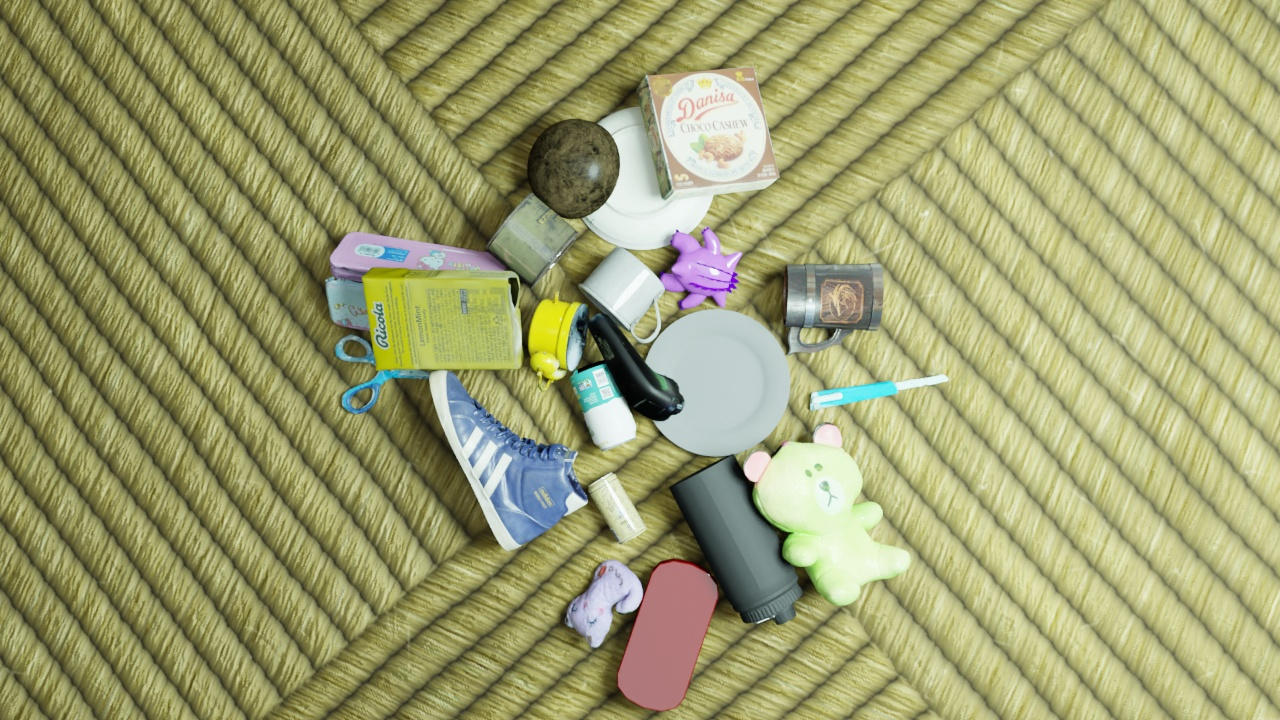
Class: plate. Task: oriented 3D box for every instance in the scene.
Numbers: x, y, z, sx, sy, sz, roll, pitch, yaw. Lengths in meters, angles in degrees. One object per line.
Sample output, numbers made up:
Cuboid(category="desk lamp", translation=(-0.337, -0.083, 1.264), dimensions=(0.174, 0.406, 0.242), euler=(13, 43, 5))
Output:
Cuboid(category="plate", translation=(0.002, -0.229, 1.129), dimensions=(0.182, 0.034, 0.182), euler=(0, 86, 4))
Cuboid(category="plate", translation=(0.092, 0.027, 1.115), dimensions=(0.178, 0.012, 0.178), euler=(0, 86, 3))

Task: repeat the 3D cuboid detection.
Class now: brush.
Cuboid(category="brush", translation=(0.033, 0.320, 1.082), dimensions=(0.082, 0.042, 0.173), euler=(19, 87, 5))

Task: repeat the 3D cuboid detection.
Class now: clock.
Cuboid(category="clock", translation=(-0.099, -0.020, 1.096), dimensions=(0.057, 0.083, 0.118), euler=(12, 84, 9))

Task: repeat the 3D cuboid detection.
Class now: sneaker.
Cuboid(category="sneaker", translation=(-0.149, 0.095, 1.085), dimensions=(0.118, 0.091, 0.233), euler=(-24, 85, 6))

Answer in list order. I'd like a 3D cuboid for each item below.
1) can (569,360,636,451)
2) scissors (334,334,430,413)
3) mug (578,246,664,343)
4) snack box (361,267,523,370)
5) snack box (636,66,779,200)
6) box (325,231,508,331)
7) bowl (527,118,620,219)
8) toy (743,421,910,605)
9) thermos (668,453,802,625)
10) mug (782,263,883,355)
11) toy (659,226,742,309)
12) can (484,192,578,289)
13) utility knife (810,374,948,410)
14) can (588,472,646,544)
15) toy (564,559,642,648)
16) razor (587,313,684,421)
Cuboid(category="can", translation=(-0.044, 0.054, 1.100), dimensions=(0.055, 0.055, 0.101), euler=(-21, 85, 1))
Cuboid(category="scissors", translation=(-0.318, 0.022, 1.142), dimensions=(0.140, 0.013, 0.118), euler=(9, 85, 2))
Cuboid(category="mug", translation=(-0.011, -0.076, 1.091), dimensions=(0.113, 0.084, 0.070), euler=(40, 86, 17))
Cuboid(category="snack box", translation=(-0.226, -0.048, 1.072), dimensions=(0.181, 0.045, 0.121), euler=(0, 116, 5))
Cuboid(category="snack box", translation=(0.081, -0.273, 1.100), dimensions=(0.143, 0.041, 0.147), euler=(-10, 84, -20))
Cuboid(category="box", translation=(-0.272, -0.085, 1.139), dimensions=(0.214, 0.091, 0.089), euler=(9, 43, 4))
Cuboid(category="bowl", translation=(-0.090, -0.235, 1.101), dimensions=(0.121, 0.056, 0.121), euler=(-2, 86, 28))
Cuboid(category="toy", translation=(0.207, 0.178, 1.053), dimensions=(0.150, 0.107, 0.196), euler=(-22, 76, -25))
Cuboid(category="thermos", translation=(0.117, 0.216, 1.063), dimensions=(0.086, 0.086, 0.198), euler=(-28, 85, 1))
Cuboid(category="mug", translation=(0.225, -0.059, 1.089), dimensions=(0.107, 0.079, 0.116), euler=(1, 112, 5))
Cuboid(category="toy", translation=(0.073, -0.107, 1.104), dimensions=(0.088, 0.055, 0.106), euler=(15, 110, -6))
Cuboid(category="can", translation=(-0.129, -0.142, 1.096), dimensions=(0.074, 0.090, 0.090), euler=(40, 89, -6))
Cuboid(category="utility knife", translation=(0.286, 0.038, 1.101), dimensions=(0.167, 0.015, 0.022), euler=(-8, 85, 4))
Cuboid(category="can", translation=(-0.029, 0.177, 1.098), dimensions=(0.038, 0.038, 0.079), euler=(-31, 85, 0))
Cuboid(category="toy", translation=(-0.042, 0.287, 1.082), dimensions=(0.080, 0.036, 0.099), euler=(29, 84, 42))
Cuboid(category="razor", translation=(-0.006, 0.006, 1.082), dimensions=(0.067, 0.054, 0.151), euler=(-37, 91, -43))
